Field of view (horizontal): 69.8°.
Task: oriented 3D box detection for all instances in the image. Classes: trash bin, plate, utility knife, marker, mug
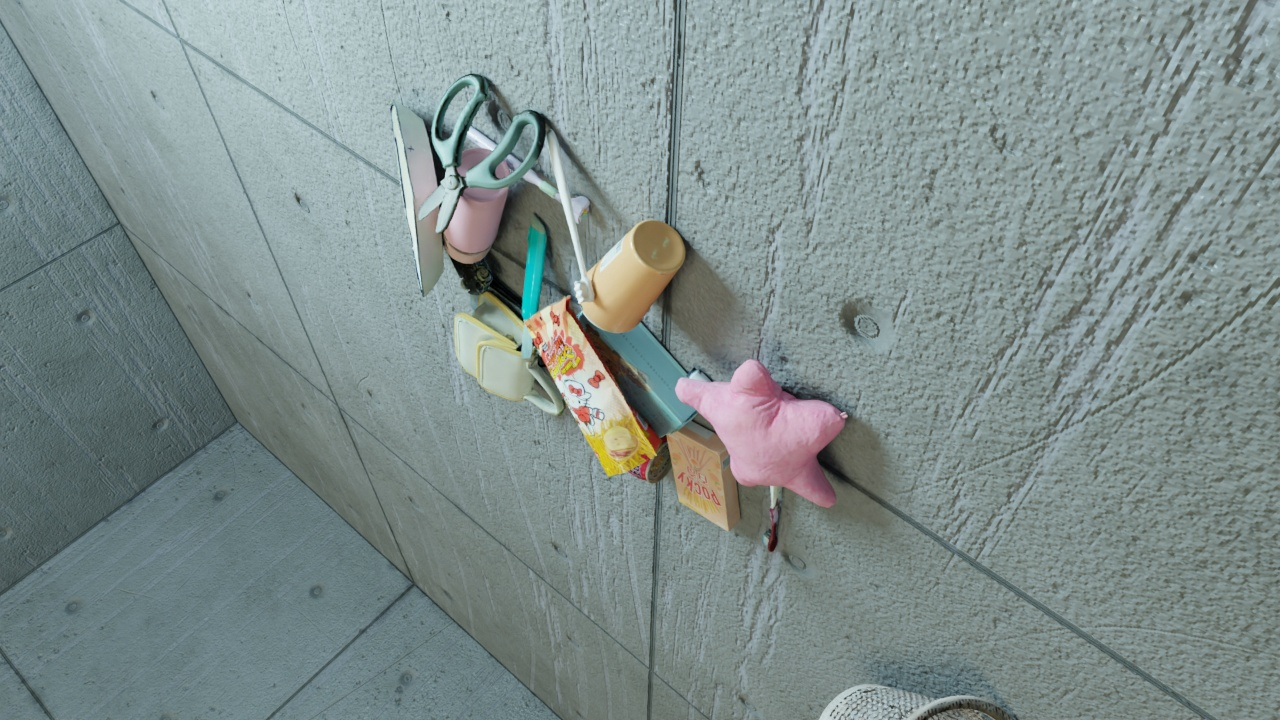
[{"bbox_3d":[0.312,0.482,1.078,0.227,0.227,0.192,53,164,-10],"label":"trash bin"},{"bbox_3d":[-0.272,-0.196,1.133,0.266,0.034,0.162,102,154,-55],"label":"plate"},{"bbox_3d":[-0.132,-0.083,1.112,0.029,0.013,0.210,33,133,25],"label":"utility knife"},{"bbox_3d":[0.102,0.056,1.011,0.130,0.018,0.023,45,143,5],"label":"marker"},{"bbox_3d":[-0.007,-0.088,0.926,0.078,0.078,0.123,47,147,1],"label":"mug"}]

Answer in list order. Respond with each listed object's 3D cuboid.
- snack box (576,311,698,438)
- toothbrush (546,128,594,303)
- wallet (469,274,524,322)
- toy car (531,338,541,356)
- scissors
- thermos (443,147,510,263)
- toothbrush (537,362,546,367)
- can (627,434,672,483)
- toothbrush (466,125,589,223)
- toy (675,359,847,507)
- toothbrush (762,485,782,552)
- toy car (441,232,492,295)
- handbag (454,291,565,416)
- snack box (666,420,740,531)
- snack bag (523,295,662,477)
[{"bbox_3d":[-0.006,0.006,1.059,0.175,0.051,0.074,48,152,-1],"label":"snack box"},{"bbox_3d":[-0.074,-0.146,0.926,0.016,0.016,0.180,-12,90,54],"label":"toothbrush"},{"bbox_3d":[-0.187,-0.069,1.250,0.121,0.019,0.097,39,152,13],"label":"wallet"},{"bbox_3d":[-0.085,-0.015,1.138,0.120,0.052,0.045,33,132,32],"label":"toy car"},{"bbox_3d":[-0.163,-0.203,0.941,0.169,0.177,0.019,16,180,21],"label":"scissors"},{"bbox_3d":[-0.197,-0.181,1.067,0.199,0.067,0.087,135,121,-70],"label":"thermos"},{"bbox_3d":[-0.107,0.004,1.235,0.190,0.014,0.016,4,114,52],"label":"toothbrush"},{"bbox_3d":[-0.007,0.109,1.172,0.094,0.066,0.067,30,147,30],"label":"can"},{"bbox_3d":[-0.128,-0.208,0.995,0.189,0.021,0.029,38,112,21],"label":"toothbrush"},{"bbox_3d":[0.139,0.077,0.932,0.179,0.074,0.194,-14,119,47],"label":"toy"},{"bbox_3d":[0.156,0.174,1.086,0.017,0.016,0.188,41,153,33],"label":"toothbrush"},{"bbox_3d":[-0.224,-0.136,1.191,0.049,0.031,0.105,-18,98,47],"label":"toy car"},{"bbox_3d":[-0.175,0.009,1.254,0.179,0.063,0.164,40,154,10],"label":"handbag"},{"bbox_3d":[0.079,0.141,1.137,0.084,0.026,0.157,27,145,33],"label":"snack box"},{"bbox_3d":[-0.057,0.029,1.051,0.208,0.073,0.129,58,154,-5],"label":"snack bag"}]
